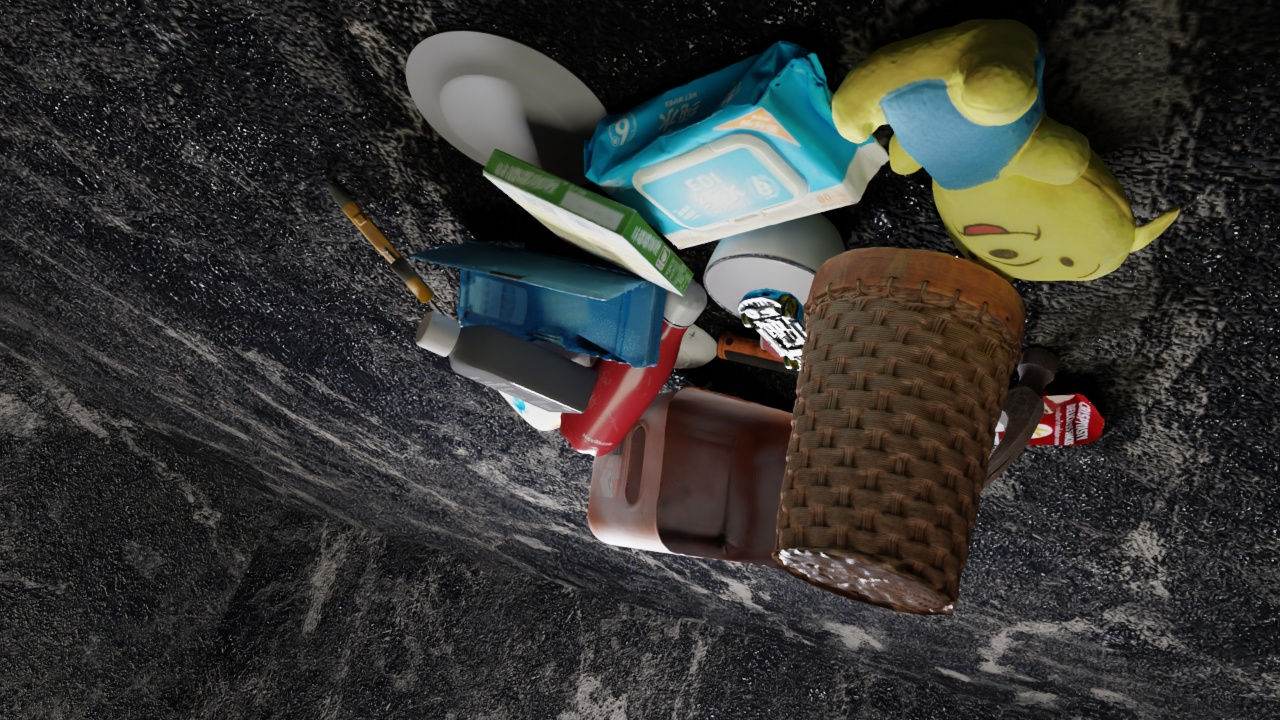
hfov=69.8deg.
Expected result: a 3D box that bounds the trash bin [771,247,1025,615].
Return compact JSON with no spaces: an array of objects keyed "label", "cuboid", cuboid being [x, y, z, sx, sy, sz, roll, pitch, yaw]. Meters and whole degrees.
[{"label":"trash bin","cuboid":[0.167,0.049,0.628,0.151,0.209,0.151,17,160,6]}]

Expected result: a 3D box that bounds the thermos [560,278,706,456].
[{"label":"thermos","cuboid":[-0.006,0.006,0.939,0.073,0.073,0.241,25,131,-13]}]

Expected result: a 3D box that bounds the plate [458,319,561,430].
[{"label":"plate","cuboid":[-0.159,0.011,1.121,0.187,0.016,0.187,49,157,-2]}]

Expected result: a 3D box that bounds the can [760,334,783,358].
[{"label":"can","cuboid":[0.163,-0.023,0.849,0.097,0.054,0.054,11,156,19]}]

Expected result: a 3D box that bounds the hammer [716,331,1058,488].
[{"label":"hammer","cuboid":[0.208,0.026,0.864,0.315,0.137,0.035,14,156,34]}]

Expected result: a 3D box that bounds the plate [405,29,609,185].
[{"label":"plate","cuboid":[-0.104,-0.191,0.732,0.178,0.012,0.179,16,157,7]}]

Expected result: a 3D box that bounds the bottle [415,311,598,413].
[{"label":"bottle","cuboid":[-0.138,0.001,0.913,0.173,0.046,0.084,25,166,-27]}]

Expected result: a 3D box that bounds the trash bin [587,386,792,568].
[{"label":"trash bin","cuboid":[0.082,0.144,1.080,0.259,0.181,0.158,15,166,-34]}]

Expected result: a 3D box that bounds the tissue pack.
[{"label":"tissue pack","cuboid":[0.063,-0.144,0.643,0.210,0.066,0.117,-9,146,46]}]

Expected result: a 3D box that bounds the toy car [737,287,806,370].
[{"label":"toy car","cuboid":[0.122,-0.026,0.729,0.105,0.032,0.048,40,150,-30]}]

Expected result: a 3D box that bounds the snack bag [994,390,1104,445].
[{"label":"snack bag","cuboid":[0.335,0.059,0.893,0.208,0.066,0.139,5,159,27]}]

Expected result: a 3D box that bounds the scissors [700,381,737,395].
[{"label":"scissors","cuboid":[0.054,0.044,1.140,0.147,0.014,0.142,13,159,15]}]

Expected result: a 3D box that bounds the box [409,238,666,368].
[{"label":"box","cuboid":[-0.102,-0.052,0.870,0.232,0.094,0.112,15,-163,28]}]

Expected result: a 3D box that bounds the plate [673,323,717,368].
[{"label":"plate","cuboid":[0.032,-0.015,1.008,0.104,0.026,0.104,17,158,7]}]

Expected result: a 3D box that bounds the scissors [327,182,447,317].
[{"label":"scissors","cuboid":[-0.237,-0.089,0.932,0.225,0.016,0.229,51,173,-22]}]

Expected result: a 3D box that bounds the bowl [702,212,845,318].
[{"label":"bowl","cuboid":[0.115,-0.079,0.744,0.116,0.065,0.116,16,157,7]}]

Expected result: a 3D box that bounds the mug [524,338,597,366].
[{"label":"mug","cuboid":[-0.090,-0.019,1.000,0.088,0.080,0.114,10,118,8]}]

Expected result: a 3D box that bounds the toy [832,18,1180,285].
[{"label":"toy","cuboid":[0.219,-0.118,0.550,0.214,0.084,0.149,34,174,-32]}]

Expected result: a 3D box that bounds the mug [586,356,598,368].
[{"label":"mug","cuboid":[-0.047,0.022,1.097,0.115,0.080,0.107,10,162,-17]}]

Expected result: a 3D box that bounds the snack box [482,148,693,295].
[{"label":"snack box","cuboid":[-0.037,-0.109,0.751,0.132,0.027,0.168,27,178,21]}]
